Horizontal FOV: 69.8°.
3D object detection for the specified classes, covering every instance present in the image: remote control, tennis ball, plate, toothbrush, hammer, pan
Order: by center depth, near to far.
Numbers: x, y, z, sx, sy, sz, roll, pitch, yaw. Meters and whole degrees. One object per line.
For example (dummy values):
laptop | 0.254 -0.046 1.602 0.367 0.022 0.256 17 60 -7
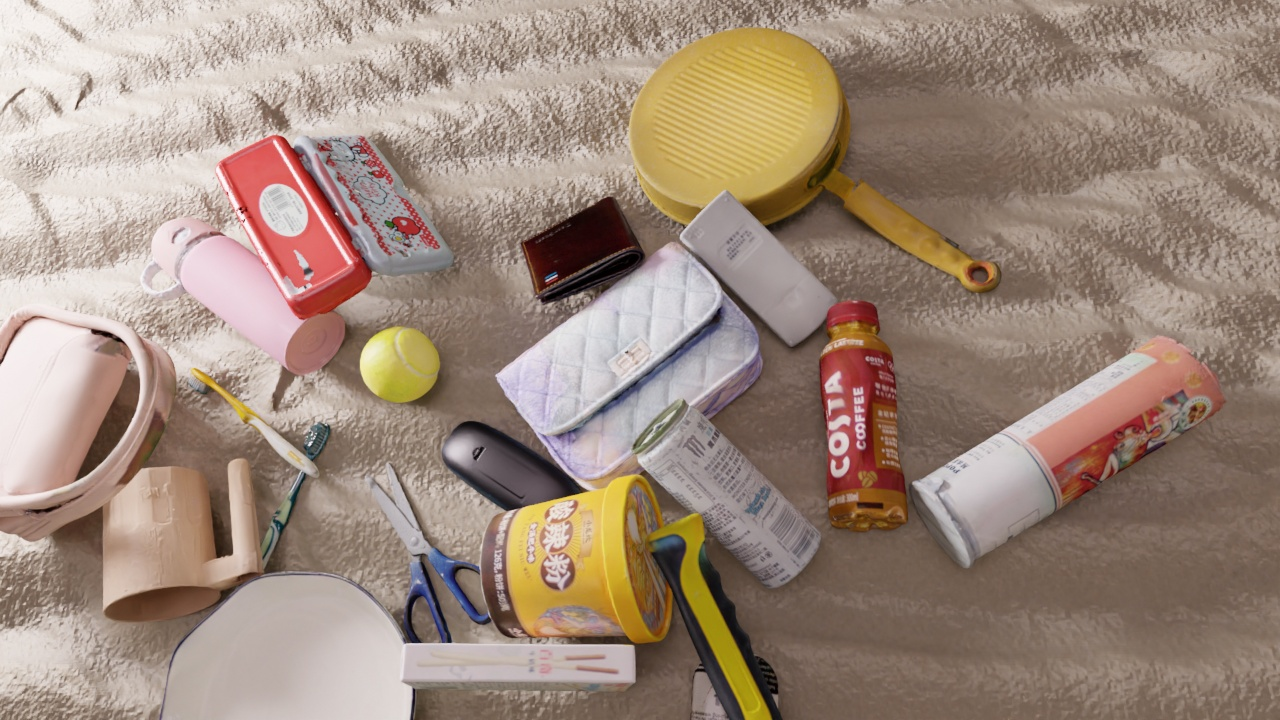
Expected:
hammer | 0.084 0.258 0.606 0.126 0.032 0.323 -23 77 -12
plate | -0.264 0.265 0.699 0.205 0.045 0.204 -3 69 9
remote control | -0.108 0.093 0.751 0.136 0.024 0.053 29 77 19
remote control | 0.098 -0.074 0.755 0.135 0.019 0.056 44 92 -1
toothbrush | -0.308 0.138 0.772 0.016 0.018 0.191 15 71 16
tennis ball | -0.205 0.004 0.781 0.065 0.065 0.065 -4 68 9
pan | 0.149 -0.162 0.796 0.357 0.078 0.197 34 82 27
toothbrush | -0.342 0.055 0.802 0.191 0.016 0.018 31 91 27

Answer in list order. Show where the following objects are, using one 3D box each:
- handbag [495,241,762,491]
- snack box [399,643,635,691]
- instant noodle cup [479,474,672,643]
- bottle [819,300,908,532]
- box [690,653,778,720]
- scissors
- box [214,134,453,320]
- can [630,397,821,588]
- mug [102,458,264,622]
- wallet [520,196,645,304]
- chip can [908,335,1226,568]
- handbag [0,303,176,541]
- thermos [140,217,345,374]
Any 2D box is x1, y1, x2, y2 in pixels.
handbag | -0.004 0.004 0.740 0.193 0.075 0.134 -38 67 -7
snack box | -0.084 0.217 0.645 0.156 0.085 0.026 2 67 -6
instant noodle cup | -0.046 0.150 0.672 0.114 0.118 0.118 -10 67 15
bottle | 0.168 0.040 0.704 0.057 0.057 0.174 -3 68 9
box | 0.062 0.284 0.632 0.068 0.052 0.164 7 68 -10
scissors | -0.170 0.151 0.747 0.133 0.012 0.172 -8 66 9
box | -0.278 -0.135 0.829 0.160 0.058 0.201 -24 60 -25
can | 0.063 0.097 0.669 0.146 0.058 0.058 45 81 -5
mug | -0.372 0.143 0.747 0.124 0.084 0.103 -18 65 0
wallet | -0.052 -0.096 0.788 0.096 0.020 0.122 -24 32 0
chip can | 0.305 0.064 0.663 0.214 0.071 0.071 -31 67 -3
handbag | -0.466 0.049 0.754 0.235 0.093 0.193 -4 65 33
thermos | -0.367 -0.057 0.832 0.199 0.067 0.087 32 67 18
